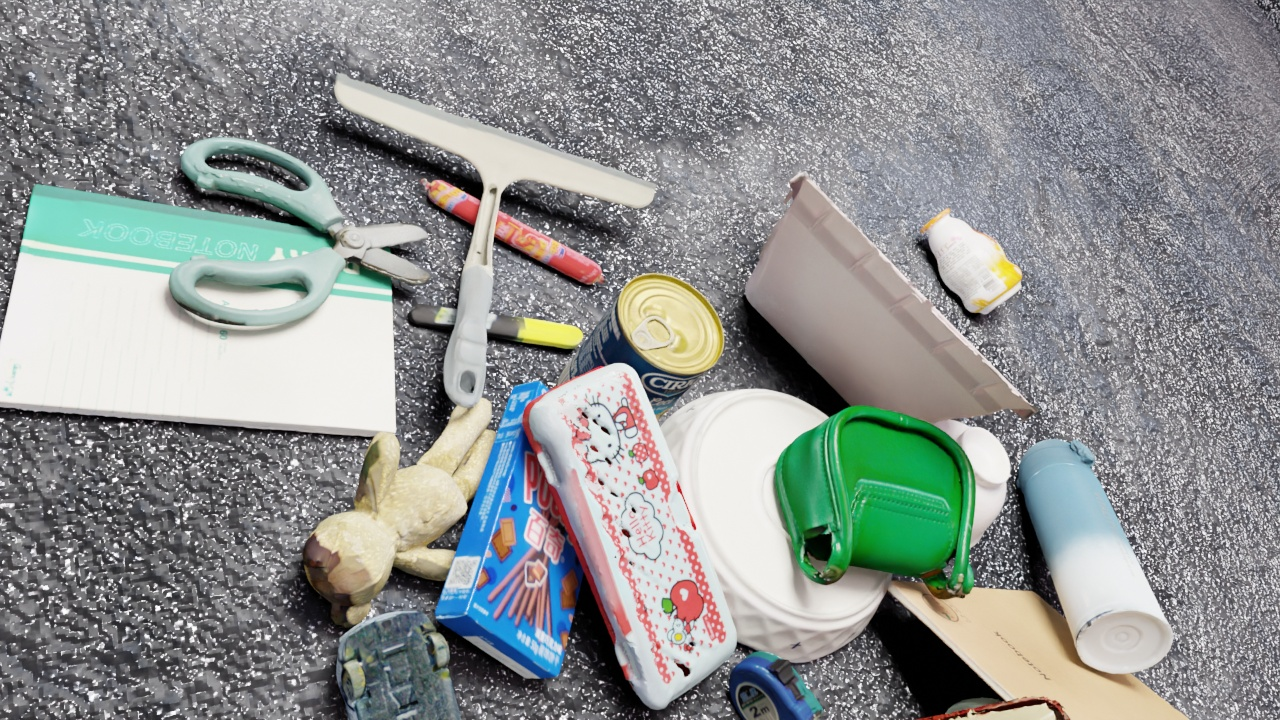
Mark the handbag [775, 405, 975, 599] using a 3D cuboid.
[{"bbox_3d":[0.165,0.099,0.626,0.131,0.068,0.120,13,56,-24],"label":"handbag"}]

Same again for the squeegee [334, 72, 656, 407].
[{"bbox_3d":[-0.107,-0.063,0.621,0.246,0.039,0.246,15,51,-19],"label":"squeegee"}]

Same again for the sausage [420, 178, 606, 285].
[{"bbox_3d":[-0.094,-0.095,0.686,0.156,0.020,0.020,27,50,-14],"label":"sausage"}]

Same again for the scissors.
[{"bbox_3d":[-0.221,-0.068,0.577,0.174,0.019,0.177,27,47,-13],"label":"scissors"}]

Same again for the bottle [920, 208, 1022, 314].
[{"bbox_3d":[0.329,-0.101,0.921,0.063,0.063,0.108,-32,81,-41],"label":"bottle"}]

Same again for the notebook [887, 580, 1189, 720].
[{"bbox_3d":[0.286,0.210,0.651,0.207,0.008,0.148,15,19,-39],"label":"notebook"}]

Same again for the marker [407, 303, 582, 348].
[{"bbox_3d":[-0.100,-0.023,0.641,0.124,0.015,0.018,8,56,-24],"label":"marker"}]

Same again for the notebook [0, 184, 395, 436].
[{"bbox_3d":[-0.253,-0.028,0.551,0.208,0.012,0.150,7,57,-28],"label":"notebook"}]

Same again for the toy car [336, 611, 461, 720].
[{"bbox_3d":[-0.121,0.191,0.474,0.054,0.037,0.120,-11,77,-37],"label":"toy car"}]

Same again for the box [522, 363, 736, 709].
[{"bbox_3d":[-0.004,0.104,0.551,0.086,0.049,0.201,-27,99,-41],"label":"box"}]

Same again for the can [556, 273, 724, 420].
[{"bbox_3d":[-0.004,0.004,0.617,0.075,0.111,0.075,15,53,-21],"label":"can"}]

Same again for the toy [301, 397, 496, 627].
[{"bbox_3d":[-0.131,0.078,0.530,0.156,0.066,0.105,-48,133,-46],"label":"toy"}]

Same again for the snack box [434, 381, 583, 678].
[{"bbox_3d":[-0.064,0.098,0.550,0.084,0.026,0.156,50,40,-38],"label":"snack box"}]

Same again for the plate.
[{"bbox_3d":[0.101,0.108,0.658,0.204,0.046,0.204,16,53,-23],"label":"plate"}]

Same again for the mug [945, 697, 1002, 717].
[{"bbox_3d":[0.246,0.275,0.598,0.082,0.107,0.111,-6,64,-33],"label":"mug"}]

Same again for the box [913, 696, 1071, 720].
[{"bbox_3d":[0.166,0.250,0.514,0.079,0.169,0.091,38,36,-54],"label":"box"}]

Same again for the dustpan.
[{"bbox_3d":[0.198,-0.062,0.725,0.138,0.274,0.222,-43,91,-17],"label":"dustpan"}]

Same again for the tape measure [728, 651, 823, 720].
[{"bbox_3d":[0.082,0.209,0.573,0.025,0.058,0.054,-21,69,-39],"label":"tape measure"}]

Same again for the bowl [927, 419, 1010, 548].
[{"bbox_3d":[0.262,0.091,0.755,0.118,0.065,0.118,15,55,-23],"label":"bowl"}]

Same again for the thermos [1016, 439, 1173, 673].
[{"bbox_3d":[0.355,0.144,0.736,0.070,0.070,0.219,32,30,-10],"label":"thermos"}]
